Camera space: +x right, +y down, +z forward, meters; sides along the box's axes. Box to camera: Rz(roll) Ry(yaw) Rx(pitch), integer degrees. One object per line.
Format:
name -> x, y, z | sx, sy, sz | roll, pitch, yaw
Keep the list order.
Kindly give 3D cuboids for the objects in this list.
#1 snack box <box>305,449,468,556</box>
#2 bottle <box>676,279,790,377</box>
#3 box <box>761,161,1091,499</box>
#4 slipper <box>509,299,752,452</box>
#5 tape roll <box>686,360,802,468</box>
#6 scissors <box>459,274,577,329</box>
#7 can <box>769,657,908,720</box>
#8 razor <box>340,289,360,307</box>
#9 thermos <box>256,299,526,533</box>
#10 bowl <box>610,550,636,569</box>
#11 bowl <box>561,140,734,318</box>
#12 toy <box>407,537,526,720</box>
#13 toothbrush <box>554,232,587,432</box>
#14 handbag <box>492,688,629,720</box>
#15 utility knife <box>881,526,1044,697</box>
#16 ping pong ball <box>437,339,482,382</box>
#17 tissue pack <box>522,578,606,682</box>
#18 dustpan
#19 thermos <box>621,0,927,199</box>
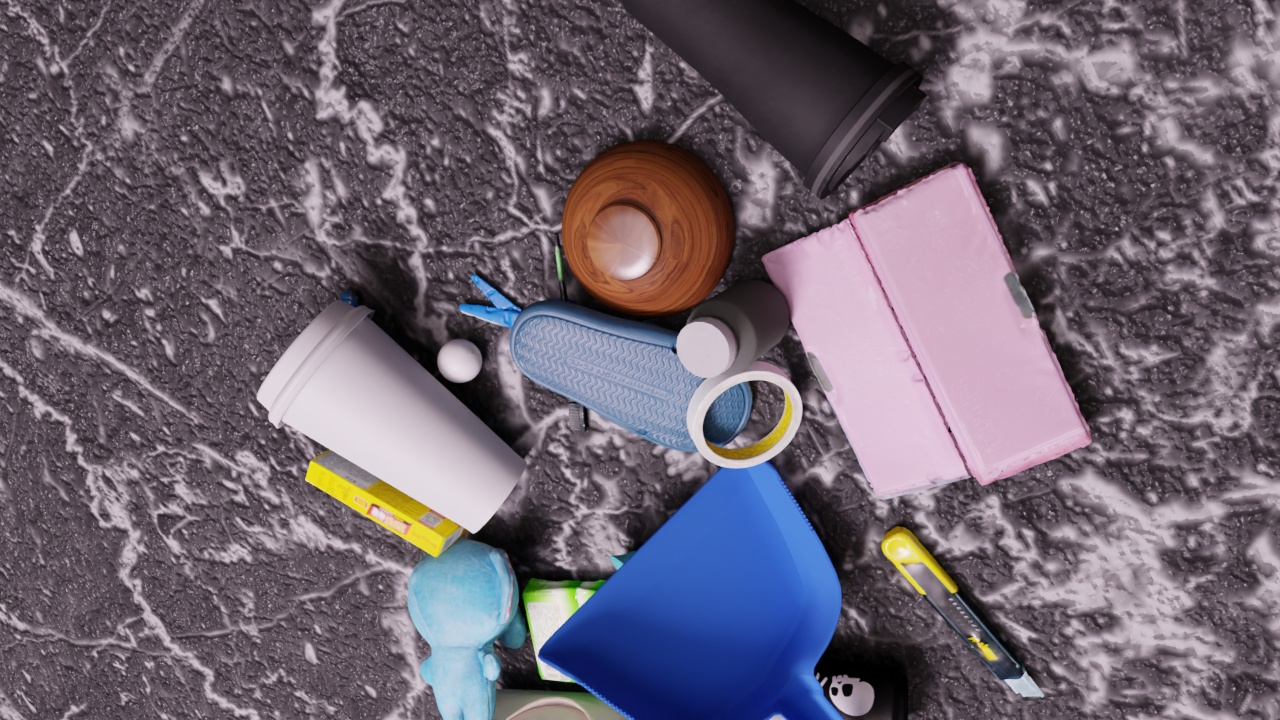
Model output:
snack box -> -0.237, 0.128, 0.884 | 0.152, 0.075, 0.025 | 28, 111, 9
bottle -> 0.071, -0.024, 0.707 | 0.060, 0.108, 0.060 | 11, 113, 27
box -> 0.212, -0.010, 0.700 | 0.181, 0.050, 0.233 | -26, 96, 26
slipper -> -0.005, 0.005, 0.769 | 0.213, 0.059, 0.104 | 22, 120, -6
tape roll -> 0.085, 0.045, 0.749 | 0.094, 0.019, 0.094 | -7, 121, -12
scissors -> -0.110, -0.027, 0.828 | 0.133, 0.020, 0.097 | 14, 108, 14
can -> 0.155, 0.300, 0.797 | 0.146, 0.080, 0.080 | 1, 107, 19
razor -> -0.271, 0.001, 0.888 | 0.044, 0.018, 0.141 | -1, 103, 9
thermos -> -0.215, 0.057, 0.825 | 0.222, 0.131, 0.132 | 38, 115, -9
bowl -> 0.032, 0.200, 0.815 | 0.121, 0.121, 0.046 | 45, 75, 2
bowl -> -0.004, -0.099, 0.735 | 0.147, 0.068, 0.147 | 6, 108, 18
toy -> -0.158, 0.259, 0.878 | 0.184, 0.114, 0.180 | -24, 71, 44
toothbrush -> -0.064, -0.020, 0.797 | 0.017, 0.014, 0.188 | -2, 115, 8
handbag -> -0.087, 0.389, 0.835 | 0.195, 0.197, 0.101 | -2, 103, 12
utility knife -> 0.269, 0.214, 0.765 | 0.186, 0.020, 0.029 | 48, 117, -1
ping pong ball -> -0.165, 0.000, 0.838 | 0.040, 0.040, 0.040 | 6, 108, 18
tissue pack -> -0.058, 0.264, 0.886 | 0.100, 0.034, 0.114 | -2, 106, 22
dustpan -> 0.094, 0.243, 0.732 | 0.257, 0.245, 0.060 | 50, 156, -3
thermos -> 0.089, -0.217, 0.654 | 0.218, 0.105, 0.106 | 42, 115, 9
